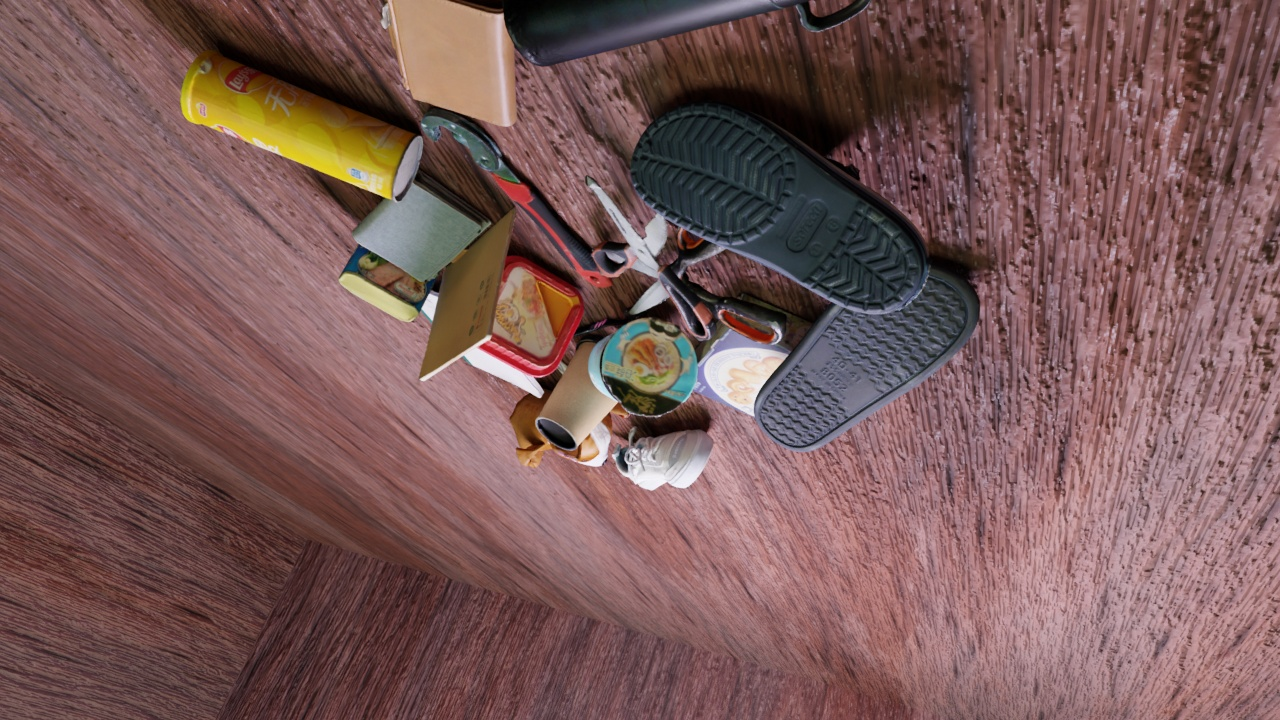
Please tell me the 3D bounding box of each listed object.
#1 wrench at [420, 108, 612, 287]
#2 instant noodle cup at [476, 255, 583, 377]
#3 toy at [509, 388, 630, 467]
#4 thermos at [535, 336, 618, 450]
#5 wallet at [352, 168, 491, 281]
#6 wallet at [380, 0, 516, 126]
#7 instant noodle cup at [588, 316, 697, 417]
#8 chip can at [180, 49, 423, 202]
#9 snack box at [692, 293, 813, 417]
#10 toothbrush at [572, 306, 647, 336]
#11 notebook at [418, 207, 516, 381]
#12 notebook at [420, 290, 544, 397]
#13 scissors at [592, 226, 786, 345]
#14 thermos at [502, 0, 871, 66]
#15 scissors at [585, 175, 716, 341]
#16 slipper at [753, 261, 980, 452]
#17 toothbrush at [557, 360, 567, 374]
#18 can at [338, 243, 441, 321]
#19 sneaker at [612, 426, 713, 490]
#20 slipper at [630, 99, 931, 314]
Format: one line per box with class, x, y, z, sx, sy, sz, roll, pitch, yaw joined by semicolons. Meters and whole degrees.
wrench;-0.113;-0.155;0.922;0.056;0.016;0.273;-1;147;42
instant noodle cup;-0.144;-0.047;1.065;0.116;0.116;0.124;30;166;-19
toy;-0.100;0.101;1.290;0.130;0.139;0.200;49;151;-18
thermos;-0.066;0.039;1.143;0.093;0.143;0.093;25;149;16
wallet;-0.237;-0.145;1.000;0.106;0.036;0.130;33;137;-28
wallet;-0.153;-0.251;0.743;0.108;0.031;0.132;16;154;2
instant noodle cup;-0.006;0.006;1.057;0.111;0.111;0.120;28;172;-16
chip can;-0.321;-0.223;0.880;0.213;0.072;0.072;22;155;-4
snack box;0.157;0.015;1.023;0.182;0.045;0.178;24;154;-5
toothbrush;-0.055;-0.042;1.108;0.018;0.014;0.190;45;147;-24
notebook;-0.192;-0.067;1.008;0.008;0.147;0.208;19;158;-27
notebook;-0.228;-0.030;1.225;0.150;0.012;0.209;21;158;33
scissors;0.048;-0.078;0.903;0.232;0.021;0.221;36;148;9
thermos;0.028;-0.235;0.592;0.243;0.068;0.090;2;145;34
scissors;0.009;-0.090;0.865;0.189;0.015;0.223;41;165;-5
slipper;0.211;-0.012;0.889;0.110;0.083;0.269;42;132;0
toothbrush;-0.127;-0.006;1.228;0.016;0.017;0.187;-2;146;38
can;-0.289;-0.106;1.073;0.102;0.083;0.057;31;153;-22
sneaker;0.025;0.132;1.322;0.090;0.089;0.243;31;160;-11
slipper;0.115;-0.127;0.726;0.253;0.095;0.105;31;115;15
